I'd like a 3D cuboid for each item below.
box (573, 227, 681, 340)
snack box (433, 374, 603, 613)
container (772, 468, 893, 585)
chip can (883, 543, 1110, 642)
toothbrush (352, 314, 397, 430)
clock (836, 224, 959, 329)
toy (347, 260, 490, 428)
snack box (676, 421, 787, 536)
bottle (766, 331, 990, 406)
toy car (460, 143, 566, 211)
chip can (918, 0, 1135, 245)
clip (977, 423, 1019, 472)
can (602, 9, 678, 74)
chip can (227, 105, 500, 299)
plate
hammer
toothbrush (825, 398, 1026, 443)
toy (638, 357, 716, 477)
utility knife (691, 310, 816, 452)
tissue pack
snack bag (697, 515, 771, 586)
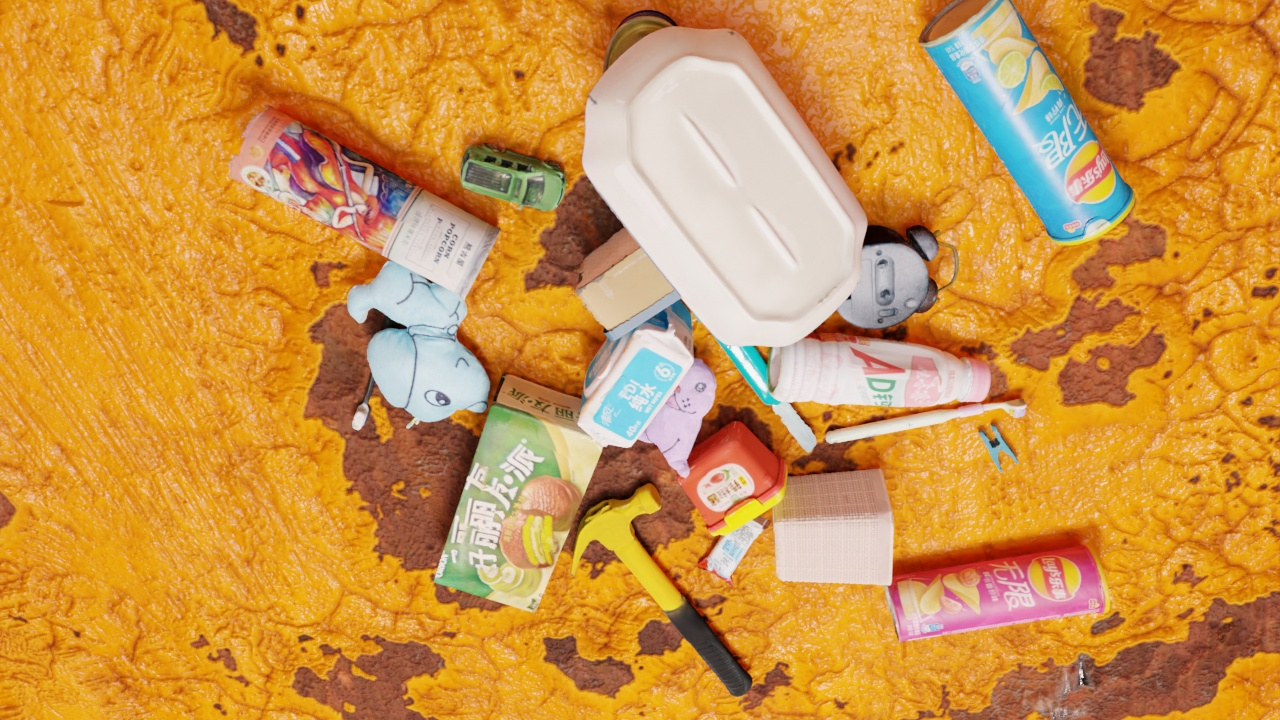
[{"bbox_3d":[0.021,-0.091,0.780,0.185,0.089,0.061,-34,112,20],"label":"box"},{"bbox_3d":[-0.122,0.138,0.926,0.114,0.063,0.241,19,118,-7],"label":"snack box"},{"bbox_3d":[0.189,0.166,0.915,0.111,0.090,0.090,-3,119,7],"label":"container"},{"bbox_3d":[0.366,0.243,0.957,0.211,0.071,0.071,-11,117,9],"label":"chip can"},{"bbox_3d":[-0.250,-0.007,0.881,0.015,0.018,0.181,22,116,-5],"label":"toothbrush"},{"bbox_3d":[0.217,-0.075,0.800,0.122,0.055,0.082,-7,117,5],"label":"clock"},{"bbox_3d":[-0.204,-0.008,0.857,0.161,0.049,0.156,25,115,-16],"label":"toy"},{"bbox_3d":[0.088,0.112,0.898,0.091,0.081,0.080,-37,97,20],"label":"snack box"},{"bbox_3d":[0.219,0.012,0.843,0.197,0.068,0.068,5,119,-5],"label":"bottle"},{"bbox_3d":[-0.109,-0.154,0.783,0.091,0.036,0.043,12,117,-8],"label":"toy car"},{"bbox_3d":[0.306,-0.190,0.723,0.071,0.071,0.210,-36,111,20],"label":"chip can"},{"bbox_3d":[0.352,0.087,0.905,0.042,0.014,0.056,-32,112,17],"label":"clip"},{"bbox_3d":[0.008,-0.203,0.742,0.074,0.049,0.148,-2,118,4],"label":"can"},{"bbox_3d":[-0.230,-0.133,0.780,0.214,0.071,0.071,28,116,-11],"label":"chip can"},{"bbox_3d":[0.074,-0.125,0.695,0.162,0.034,0.266,-40,109,-3],"label":"plate"},{"bbox_3d":[0.035,0.266,1.006,0.129,0.032,0.301,-29,113,17],"label":"hammer"},{"bbox_3d":[0.275,0.060,0.891,0.190,0.029,0.020,-10,75,9],"label":"toothbrush"},{"bbox_3d":[0.035,0.044,0.874,0.084,0.038,0.108,33,113,32],"label":"toy"},{"bbox_3d":[0.108,0.010,0.874,0.029,0.013,0.216,-32,110,17],"label":"utility knife"},{"bbox_3d":[-0.005,0.005,0.833,0.063,0.089,0.140,28,116,-13],"label":"tissue pack"},{"bbox_3d":[0.097,0.196,0.967,0.048,0.026,0.104,27,117,10],"label":"snack bag"}]
